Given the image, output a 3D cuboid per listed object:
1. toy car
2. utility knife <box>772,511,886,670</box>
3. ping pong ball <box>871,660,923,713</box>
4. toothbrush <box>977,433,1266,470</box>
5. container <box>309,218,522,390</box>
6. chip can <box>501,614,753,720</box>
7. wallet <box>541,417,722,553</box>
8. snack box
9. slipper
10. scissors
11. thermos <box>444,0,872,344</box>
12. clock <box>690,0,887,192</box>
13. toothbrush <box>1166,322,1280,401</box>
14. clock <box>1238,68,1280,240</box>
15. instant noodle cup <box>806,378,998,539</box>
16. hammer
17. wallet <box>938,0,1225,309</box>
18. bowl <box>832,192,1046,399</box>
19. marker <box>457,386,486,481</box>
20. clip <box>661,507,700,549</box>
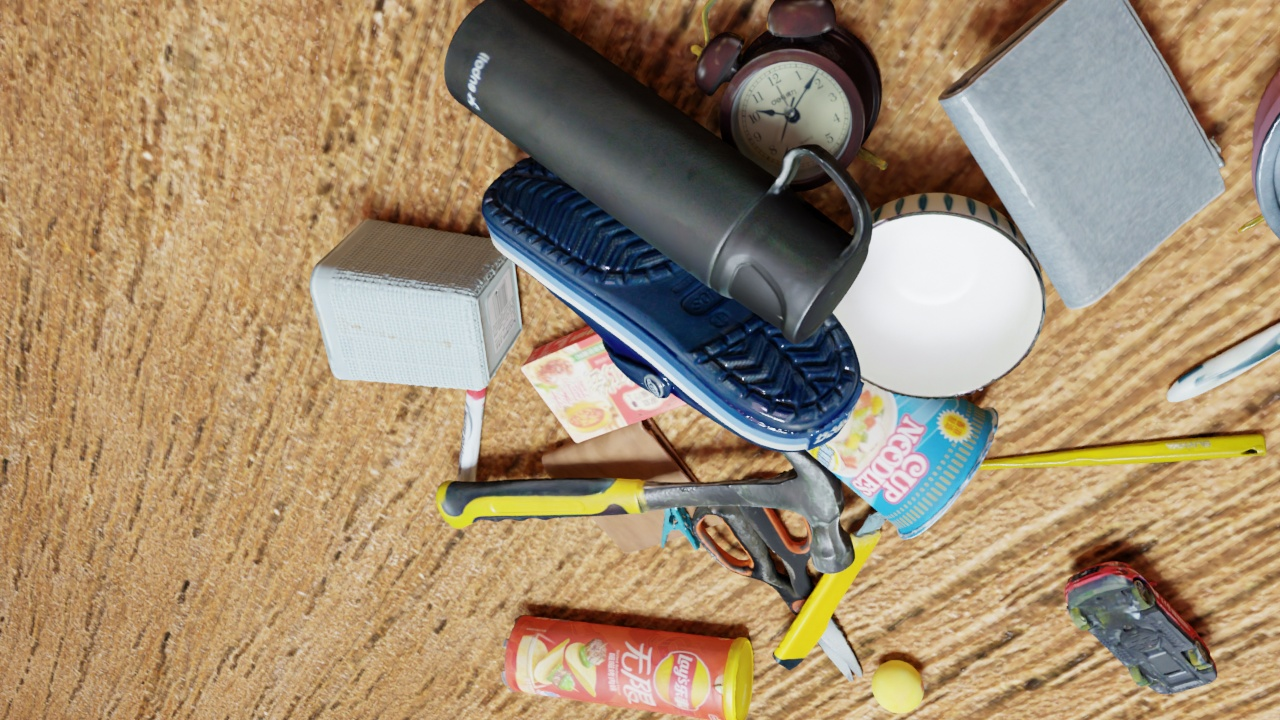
[{"bbox_3d":[0.337,0.178,0.622,0.120,0.045,0.053,42,126,-17],"label":"toy car"},{"bbox_3d":[0.145,0.174,0.697,0.033,0.015,0.177,6,123,-30],"label":"utility knife"},{"bbox_3d":[0.206,0.261,0.734,0.040,0.040,0.040,10,127,14],"label":"ping pong ball"},{"bbox_3d":[0.282,0.064,0.579,0.190,0.016,0.016,-8,121,26],"label":"toothbrush"},{"bbox_3d":[-0.147,-0.036,0.628,0.111,0.089,0.090,8,127,12],"label":"container"},{"bbox_3d":[-0.012,0.269,0.804,0.217,0.073,0.073,-1,123,22],"label":"chip can"},{"bbox_3d":[-0.006,0.099,0.714,0.101,0.020,0.115,-23,116,31],"label":"wallet"},{"bbox_3d":[-0.004,0.004,0.640,0.153,0.025,0.075,-21,114,31],"label":"snack box"},{"bbox_3d":[0.019,-0.037,0.538,0.253,0.105,0.095,38,155,21],"label":"slipper"},{"bbox_3d":[0.135,0.177,0.714,0.235,0.021,0.140,37,122,-15],"label":"scissors"},{"bbox_3d":[0.009,-0.112,0.478,0.242,0.068,0.090,37,123,17],"label":"thermos"},{"bbox_3d":[0.077,-0.144,0.484,0.082,0.055,0.122,-22,113,32],"label":"clock"},{"bbox_3d":[0.366,-0.028,0.481,0.016,0.018,0.192,39,128,-9],"label":"toothbrush"},{"bbox_3d":[0.340,-0.118,0.401,0.117,0.059,0.159,10,128,15],"label":"clock"},{"bbox_3d":[0.145,0.040,0.572,0.110,0.099,0.099,34,129,5],"label":"instant noodle cup"},{"bbox_3d":[-0.014,0.097,0.675,0.324,0.031,0.126,-6,115,26],"label":"hammer"},{"bbox_3d":[0.217,-0.108,0.447,0.106,0.037,0.130,-40,106,-2],"label":"wallet"},{"bbox_3d":[0.163,-0.043,0.516,0.116,0.066,0.117,10,126,13],"label":"bowl"},{"bbox_3d":[-0.134,0.054,0.731,0.017,0.017,0.145,20,128,7],"label":"marker"},{"bbox_3d":[0.027,0.126,0.706,0.034,0.013,0.055,2,130,12],"label":"clip"}]
